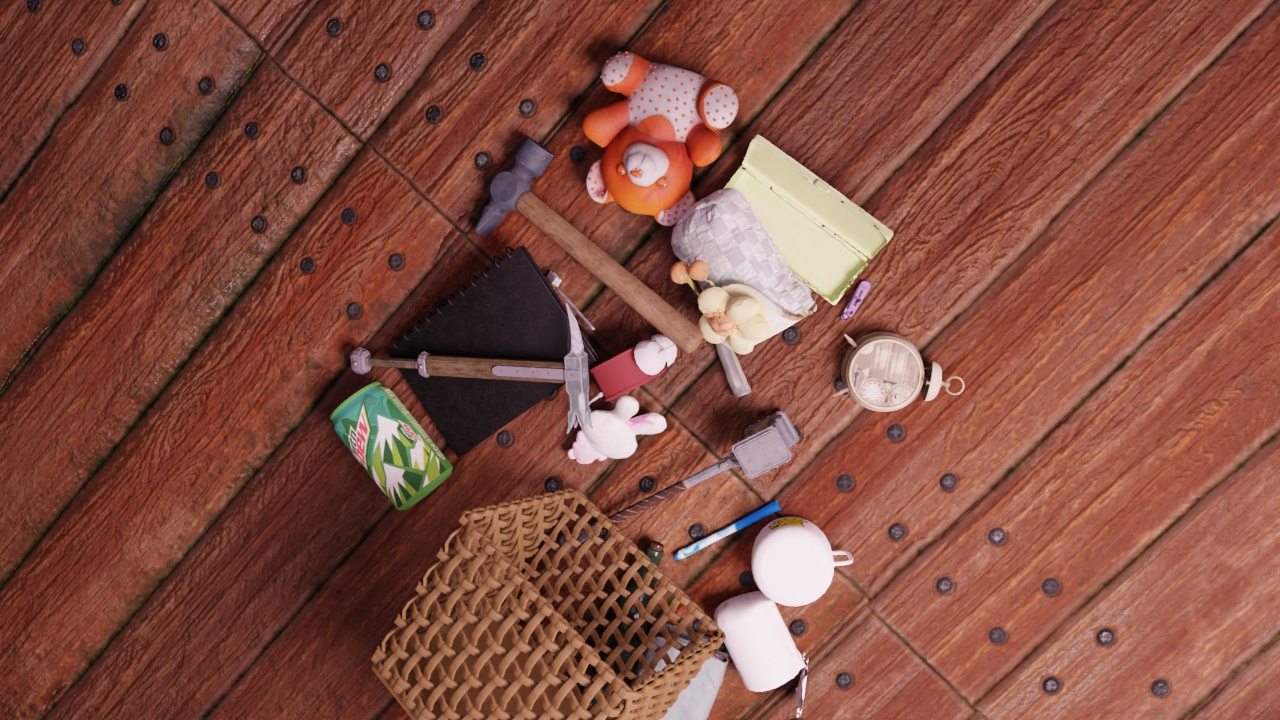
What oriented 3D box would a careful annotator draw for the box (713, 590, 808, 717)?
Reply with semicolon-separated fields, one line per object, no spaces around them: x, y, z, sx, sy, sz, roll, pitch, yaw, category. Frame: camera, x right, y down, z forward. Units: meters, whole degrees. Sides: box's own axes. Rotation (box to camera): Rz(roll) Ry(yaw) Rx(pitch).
0.154;0.348;1.075;0.091;0.081;0.160;-23;92;1;box

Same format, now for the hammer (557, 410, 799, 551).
0.032;0.156;1.083;0.323;0.098;0.044;-29;90;18;hammer

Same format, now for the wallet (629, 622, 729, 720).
0.042;0.391;1.107;0.100;0.054;0.132;21;100;8;wallet

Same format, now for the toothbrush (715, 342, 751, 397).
0.088;-0.046;1.082;0.024;0.022;0.185;-20;90;-24;toothbrush

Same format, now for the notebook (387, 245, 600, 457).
-0.183;-0.010;1.102;0.232;0.019;0.169;-34;89;22;notebook

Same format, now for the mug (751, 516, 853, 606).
0.187;0.232;1.064;0.116;0.068;0.094;-5;94;9;mug

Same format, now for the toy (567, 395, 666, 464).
-0.034;0.086;1.094;0.126;0.037;0.076;-36;118;29;toy

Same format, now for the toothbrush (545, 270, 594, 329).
-0.079;-0.070;1.036;0.010;0.181;0.010;28;99;-29;toothbrush

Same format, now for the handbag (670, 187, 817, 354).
0.097;-0.095;1.017;0.171;0.123;0.113;57;142;-2;handbag

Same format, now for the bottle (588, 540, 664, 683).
-0.009;0.299;1.107;0.055;0.055;0.174;21;96;6;bottle

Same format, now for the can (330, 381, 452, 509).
-0.304;0.104;1.119;0.083;0.083;0.144;-40;88;9;can

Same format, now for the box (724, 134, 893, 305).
0.182;-0.162;1.040;0.188;0.061;0.134;36;137;5;box

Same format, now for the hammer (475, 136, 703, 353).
-0.055;-0.116;1.055;0.322;0.040;0.129;41;102;17;hammer

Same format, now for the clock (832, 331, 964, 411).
0.294;0.018;1.039;0.141;0.054;0.093;11;96;10;clock

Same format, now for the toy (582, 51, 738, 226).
0.015;-0.249;1.040;0.164;0.092;0.172;19;98;5;toy

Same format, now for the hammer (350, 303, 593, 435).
-0.209;0.003;1.084;0.317;0.028;0.147;3;105;20;hammer

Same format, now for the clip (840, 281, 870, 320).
0.246;-0.065;1.059;0.014;0.046;0.050;31;55;4;clip

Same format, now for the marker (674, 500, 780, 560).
0.103;0.205;1.103;0.142;0.013;0.013;-29;90;10;marker

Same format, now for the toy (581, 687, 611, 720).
-0.124;0.456;1.132;0.193;0.072;0.130;-13;92;0;toy

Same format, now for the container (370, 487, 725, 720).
-0.099;0.312;0.992;0.251;0.219;0.214;41;108;23;container

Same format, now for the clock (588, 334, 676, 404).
-0.006;0.006;1.065;0.125;0.087;0.044;-27;91;20;clock
